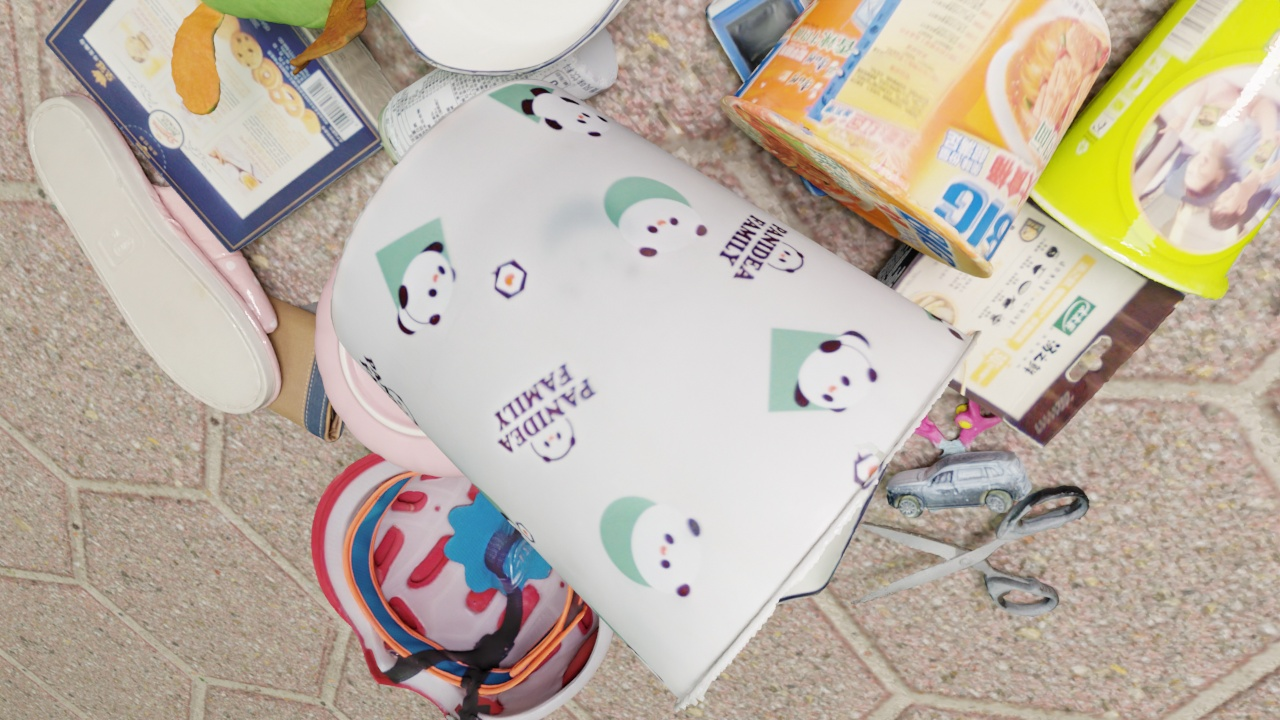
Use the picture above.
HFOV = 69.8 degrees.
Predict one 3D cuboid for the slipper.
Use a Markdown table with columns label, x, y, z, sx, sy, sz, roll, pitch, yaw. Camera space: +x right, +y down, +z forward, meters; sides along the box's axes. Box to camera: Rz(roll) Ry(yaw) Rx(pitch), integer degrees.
| label | x | y | z | sx | sy | sz | roll | pitch | yaw |
| --- | --- | --- | --- | --- | --- | --- | --- | --- | --- |
| slipper | -0.361 | -0.080 | 0.701 | 0.114 | 0.054 | 0.274 | -33 | 95 | 30 |

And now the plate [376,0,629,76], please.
| label | x | y | z | sx | sy | sz | roll | pitch | yaw |
| --- | --- | --- | --- | --- | --- | --- | --- | --- | --- |
| plate | -0.066 | -0.244 | 0.445 | 0.205 | 0.045 | 0.205 | 11 | 110 | 32 |

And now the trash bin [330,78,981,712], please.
| label | x | y | z | sx | sy | sz | roll | pitch | yaw |
| --- | --- | --- | --- | --- | --- | --- | --- | --- | --- |
| trash bin | -0.003 | 0.003 | 0.470 | 0.252 | 0.228 | 0.230 | 39 | 130 | 12 |

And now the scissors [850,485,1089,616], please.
| label | x | y | z | sx | sy | sz | roll | pitch | yaw |
| --- | --- | --- | --- | --- | --- | --- | --- | --- | --- |
| scissors | 0.230 | 0.135 | 0.635 | 0.178 | 0.014 | 0.160 | 22 | 121 | -18 |

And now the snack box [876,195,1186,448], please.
| label | x | y | z | sx | sy | sz | roll | pitch | yaw |
| --- | --- | --- | --- | --- | --- | --- | --- | --- | --- |
| snack box | 0.204 | -0.034 | 0.511 | 0.125 | 0.053 | 0.113 | 31 | 115 | -6 |

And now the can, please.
| label | x | y | z | sx | sy | sz | roll | pitch | yaw |
| --- | --- | --- | --- | --- | --- | --- | --- | --- | --- |
| can | -0.087 | -0.159 | 0.544 | 0.147 | 0.058 | 0.058 | -20 | 115 | 31 |

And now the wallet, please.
| label | x | y | z | sx | sy | sz | roll | pitch | yaw |
| --- | --- | --- | --- | --- | --- | --- | --- | --- | --- |
| wallet | -0.268 | 0.003 | 0.714 | 0.115 | 0.033 | 0.090 | 20 | 103 | 25 |

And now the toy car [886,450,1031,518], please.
| label | x | y | z | sx | sy | sz | roll | pitch | yaw |
| --- | --- | --- | --- | --- | --- | --- | --- | --- | --- |
| toy car | 0.206 | 0.080 | 0.601 | 0.091 | 0.042 | 0.034 | -10 | 101 | 25 |

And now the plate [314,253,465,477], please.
| label | x | y | z | sx | sy | sz | roll | pitch | yaw |
| --- | --- | --- | --- | --- | --- | --- | --- | --- | --- |
| plate | -0.142 | -0.010 | 0.628 | 0.192 | 0.039 | 0.192 | 1 | 96 | 12 |

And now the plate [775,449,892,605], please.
| label | x | y | z | sx | sy | sz | roll | pitch | yaw |
| --- | --- | --- | --- | --- | --- | --- | --- | --- | --- |
| plate | 0.081 | 0.057 | 0.620 | 0.162 | 0.034 | 0.266 | 16 | 117 | 0 |

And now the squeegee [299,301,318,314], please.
| label | x | y | z | sx | sy | sz | roll | pitch | yaw |
| --- | --- | --- | --- | --- | --- | --- | --- | --- | --- |
| squeegee | -0.212 | 0.062 | 0.764 | 0.248 | 0.040 | 0.250 | -13 | 119 | 28 |

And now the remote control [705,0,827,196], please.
| label | x | y | z | sx | sy | sz | roll | pitch | yaw |
| --- | --- | --- | --- | --- | --- | --- | --- | --- | --- |
| remote control | 0.088 | -0.152 | 0.505 | 0.049 | 0.024 | 0.125 | -22 | 115 | 32 |

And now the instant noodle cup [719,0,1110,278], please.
| label | x | y | z | sx | sy | sz | roll | pitch | yaw |
| --- | --- | --- | --- | --- | --- | --- | --- | --- | --- |
| instant noodle cup | 0.129 | -0.125 | 0.425 | 0.151 | 0.151 | 0.111 | 33 | 100 | -5 |

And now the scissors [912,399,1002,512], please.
| label | x | y | z | sx | sy | sz | roll | pitch | yaw |
| --- | --- | --- | --- | --- | --- | --- | --- | --- | --- |
| scissors | 0.203 | 0.056 | 0.618 | 0.118 | 0.017 | 0.134 | 12 | 131 | 11 |

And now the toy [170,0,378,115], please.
| label | x | y | z | sx | sy | sz | roll | pitch | yaw |
| --- | --- | --- | --- | --- | --- | --- | --- | --- | --- |
| toy | -0.172 | -0.223 | 0.439 | 0.247 | 0.090 | 0.227 | 31 | 95 | 32 |

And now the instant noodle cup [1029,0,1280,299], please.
| label | x | y | z | sx | sy | sz | roll | pitch | yaw |
| --- | --- | --- | --- | --- | --- | --- | --- | --- | --- |
| instant noodle cup | 0.261 | -0.110 | 0.424 | 0.111 | 0.111 | 0.124 | 27 | 121 | 0 |

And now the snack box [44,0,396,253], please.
| label | x | y | z | sx | sy | sz | roll | pitch | yaw |
| --- | --- | --- | --- | --- | --- | --- | --- | --- | --- |
| snack box | -0.270 | -0.184 | 0.603 | 0.183 | 0.045 | 0.178 | -23 | 114 | 32 |

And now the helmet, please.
| label | x | y | z | sx | sy | sz | roll | pitch | yaw |
| --- | --- | --- | --- | --- | --- | --- | --- | --- | --- |
| helmet | -0.123 | 0.159 | 0.728 | 0.240 | 0.143 | 0.207 | 33 | 101 | 8 |
